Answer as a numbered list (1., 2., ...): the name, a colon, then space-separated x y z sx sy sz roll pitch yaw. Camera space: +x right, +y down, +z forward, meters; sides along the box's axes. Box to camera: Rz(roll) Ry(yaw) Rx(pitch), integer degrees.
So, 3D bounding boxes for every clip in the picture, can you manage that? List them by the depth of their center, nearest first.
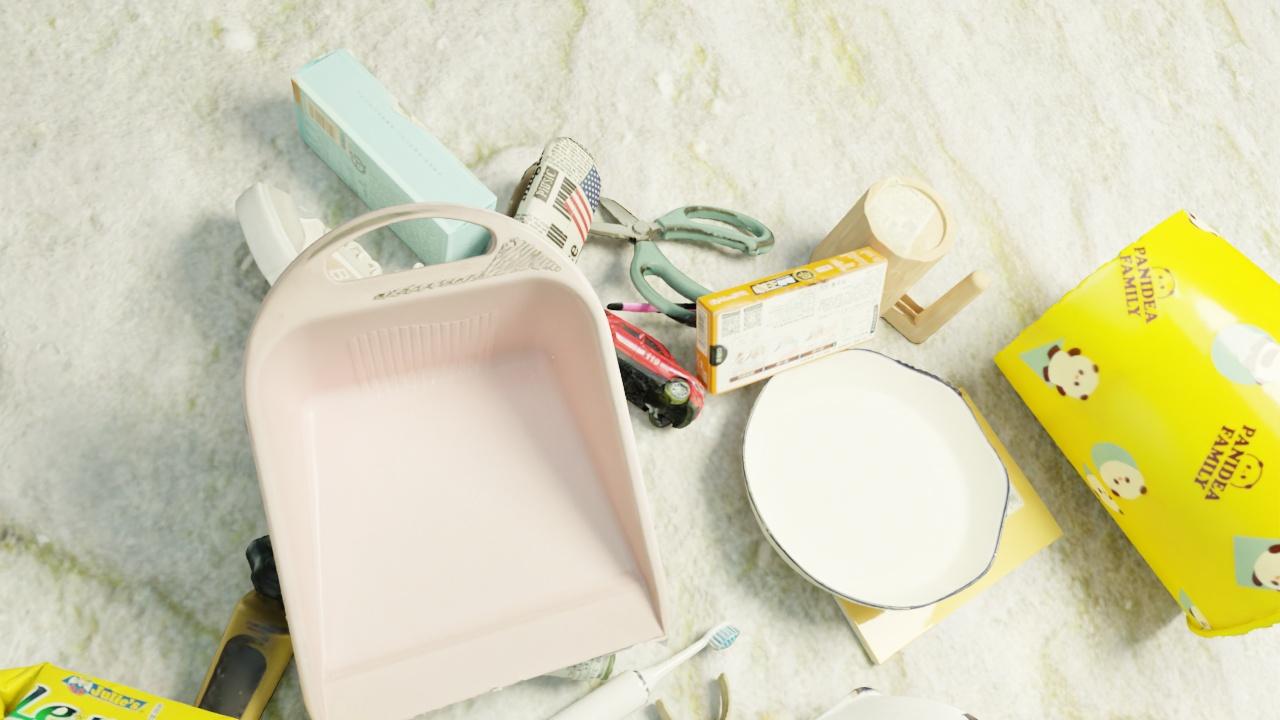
1. clip: 0.047 0.265 0.607 0.066 0.034 0.099 -18 69 -20

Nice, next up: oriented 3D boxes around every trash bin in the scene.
1. trash bin: 0.432 0.038 0.704 0.229 0.230 0.255 -30 73 -24

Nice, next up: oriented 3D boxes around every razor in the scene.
1. razor: -0.239 0.188 0.550 0.062 0.068 0.167 22 71 -4

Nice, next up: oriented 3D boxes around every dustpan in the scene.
1. dustpan: -0.106 0.062 0.518 0.222 0.139 0.273 -16 77 -17

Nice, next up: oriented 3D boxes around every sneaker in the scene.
1. sneaker: -0.186 -0.037 0.637 0.090 0.089 0.242 -35 84 -9

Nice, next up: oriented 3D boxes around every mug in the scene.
1. mug: 0.211 -0.077 0.752 0.124 0.104 0.084 42 64 5

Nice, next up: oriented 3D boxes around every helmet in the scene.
1. helmet: 0.179 0.308 0.513 0.257 0.146 0.229 -42 106 -47

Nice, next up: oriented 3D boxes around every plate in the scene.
1. plate: 0.172 0.089 0.691 0.205 0.046 0.204 5 58 -8

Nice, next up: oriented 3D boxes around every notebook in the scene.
1. notebook: 0.223 0.123 0.723 0.206 0.010 0.146 -26 76 -23

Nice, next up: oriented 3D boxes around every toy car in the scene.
1. toy car: -0.004 0.004 0.690 0.120 0.053 0.045 35 59 4

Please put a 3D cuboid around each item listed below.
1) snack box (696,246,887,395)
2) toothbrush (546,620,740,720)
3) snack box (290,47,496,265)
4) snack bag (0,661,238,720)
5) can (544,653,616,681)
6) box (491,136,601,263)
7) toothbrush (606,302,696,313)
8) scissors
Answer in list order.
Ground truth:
1. snack box: 0.114 -0.030 0.688 0.153 0.075 0.026 -18 40 -20
2. toothbrush: -0.026 0.230 0.605 0.220 0.027 0.026 -25 34 -23
3. snack box: -0.186 -0.147 0.694 0.175 0.074 0.051 45 65 6
4. snack bag: -0.255 0.268 0.479 0.246 0.068 0.158 19 88 -6
5. can: -0.089 0.170 0.596 0.146 0.058 0.058 11 65 -10
6. box: -0.077 -0.090 0.683 0.076 0.087 0.162 21 72 3
7. toothbrush: 0.057 -0.043 0.728 0.189 0.014 0.017 0 56 -28
8. scissors: 0.034 -0.079 0.728 0.170 0.019 0.181 5 45 -13
